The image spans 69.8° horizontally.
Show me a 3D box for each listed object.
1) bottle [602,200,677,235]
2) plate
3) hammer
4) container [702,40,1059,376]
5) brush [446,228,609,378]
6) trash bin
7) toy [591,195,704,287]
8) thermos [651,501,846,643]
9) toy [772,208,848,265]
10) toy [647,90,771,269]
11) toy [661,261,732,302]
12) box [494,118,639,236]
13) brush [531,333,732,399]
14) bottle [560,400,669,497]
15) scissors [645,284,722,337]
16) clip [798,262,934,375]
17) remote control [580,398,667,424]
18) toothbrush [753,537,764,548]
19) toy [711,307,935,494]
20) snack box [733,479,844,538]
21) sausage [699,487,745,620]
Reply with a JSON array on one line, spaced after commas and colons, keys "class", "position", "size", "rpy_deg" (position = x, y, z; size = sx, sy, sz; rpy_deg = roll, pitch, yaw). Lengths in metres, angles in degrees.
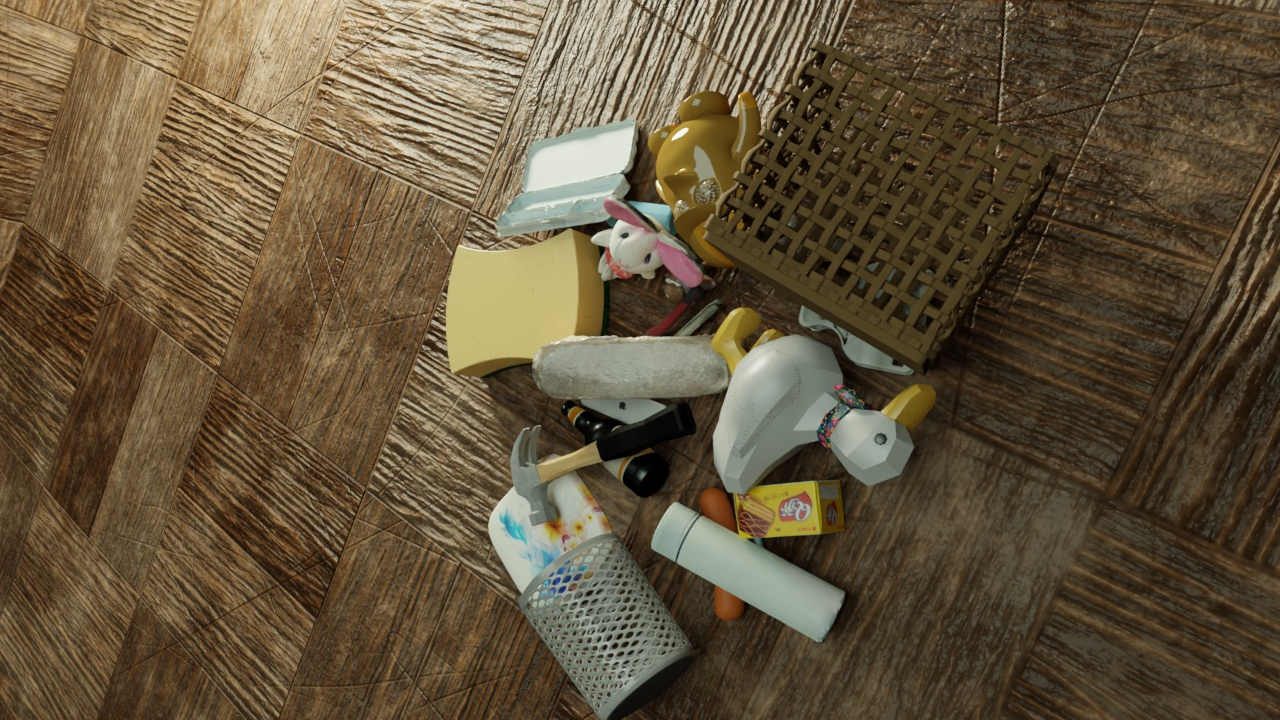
[{"class": "bottle", "position": [-0.005, -0.200, 1.277], "size": [0.130, 0.040, 0.040], "rpy_deg": [14, 91, 34]}, {"class": "plate", "position": [-0.137, 0.248, 1.319], "size": [0.187, 0.016, 0.187], "rpy_deg": [-47, 62, 19]}, {"class": "hammer", "position": [-0.057, 0.120, 1.198], "size": [0.329, 0.039, 0.131], "rpy_deg": [-25, 80, 41]}, {"class": "container", "position": [0.242, -0.142, 0.945], "size": [0.251, 0.219, 0.214], "rpy_deg": [33, 97, 17]}, {"class": "brush", "position": [-0.169, -0.078, 1.347], "size": [0.251, 0.075, 0.195], "rpy_deg": [-3, 82, 33]}, {"class": "trash bin", "position": [-0.039, 0.340, 1.163], "size": [0.157, 0.156, 0.183], "rpy_deg": [-49, 64, 18]}, {"class": "toy", "position": [-0.007, -0.149, 1.209], "size": [0.084, 0.159, 0.195], "rpy_deg": [-54, 16, -18]}, {"class": "thermos", "position": [0.125, 0.248, 1.084], "size": [0.230, 0.067, 0.068], "rpy_deg": [26, 98, 17]}, {"class": "toy", "position": [0.213, -0.151, 1.120], "size": [0.106, 0.074, 0.085], "rpy_deg": [9, 76, 30]}, {"class": "toy", "position": [0.091, -0.209, 1.140], "size": [0.199, 0.162, 0.203], "rpy_deg": [-36, 62, 48]}, {"class": "toy", "position": [0.071, -0.108, 1.216], "size": [0.102, 0.041, 0.054], "rpy_deg": [-12, 58, 39]}, {"class": "box", "position": [-0.103, -0.259, 1.332], "size": [0.210, 0.061, 0.192], "rpy_deg": [-5, 51, 32]}, {"class": "brush", "position": [-0.007, 0.007, 1.193], "size": [0.271, 0.056, 0.083], "rpy_deg": [-2, 94, 15]}, {"class": "bottle", "position": [-0.043, 0.111, 1.249], "size": [0.182, 0.059, 0.059], "rpy_deg": [37, 104, 31]}, {"class": "scissors", "position": [0.027, -0.030, 1.231], "size": [0.188, 0.015, 0.146], "rpy_deg": [-11, 115, 18]}, {"class": "clip", "position": [0.263, -0.055, 1.077], "size": [0.144, 0.074, 0.124], "rpy_deg": [11, 87, 28]}, {"class": "remote control", "position": [-0.024, 0.062, 1.269], "size": [0.147, 0.008, 0.045], "rpy_deg": [21, 108, 33]}, {"class": "toothbrush", "position": [0.142, 0.217, 1.140], "size": [0.016, 0.022, 0.155], "rpy_deg": [-11, 73, -12]}, {"class": "toy", "position": [0.182, 0.058, 1.040], "size": [0.247, 0.140, 0.267], "rpy_deg": [-45, 50, 13]}, {"class": "snack box", "position": [0.176, 0.175, 1.083], "size": [0.106, 0.083, 0.061], "rpy_deg": [-10, 79, 31]}, {"class": "sausage", "position": [0.104, 0.241, 1.148], "size": [0.045, 0.039, 0.164], "rpy_deg": [-15, 76, 28]}]
